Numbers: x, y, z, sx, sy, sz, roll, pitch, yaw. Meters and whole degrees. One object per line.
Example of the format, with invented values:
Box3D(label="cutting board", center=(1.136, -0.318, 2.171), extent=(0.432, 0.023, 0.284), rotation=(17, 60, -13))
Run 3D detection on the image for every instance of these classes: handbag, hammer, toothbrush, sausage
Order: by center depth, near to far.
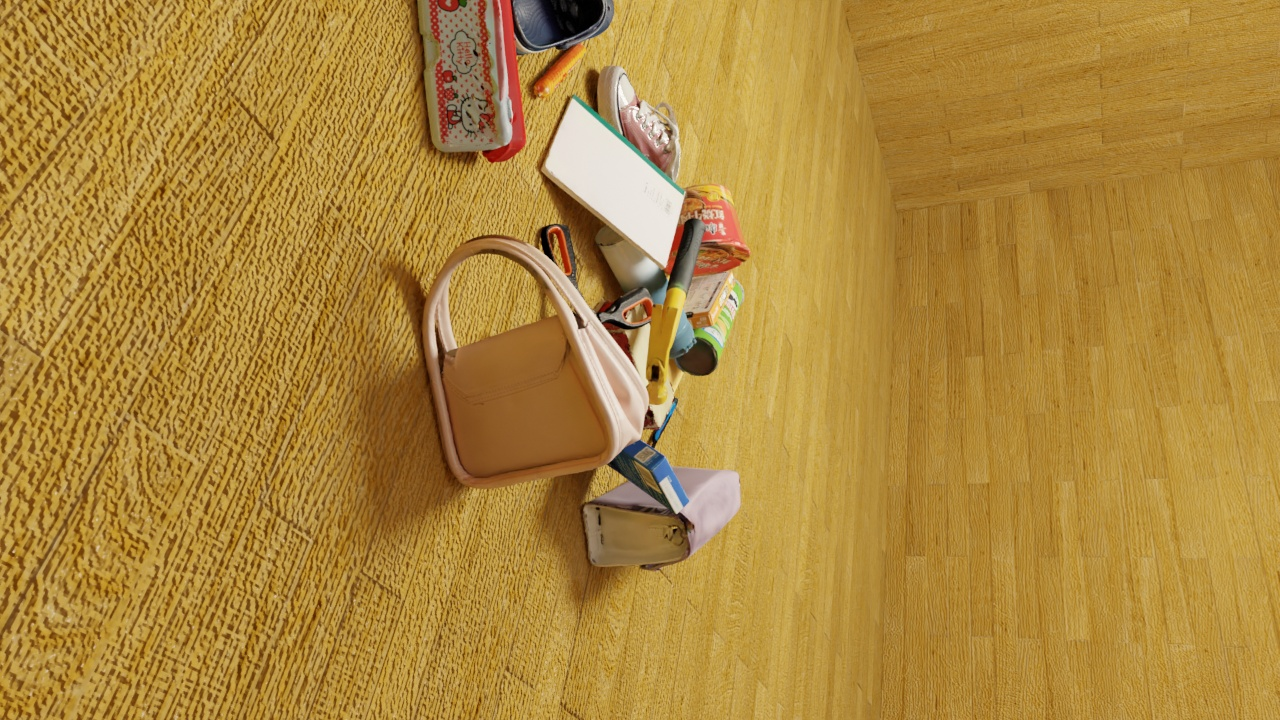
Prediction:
Box3D(label="handbag", center=(-0.116, -0.003, 0.863), extent=(0.234, 0.194, 0.093), rotation=(68, 26, -12))
Box3D(label="sausage", center=(-0.099, -0.365, 1.151), extent=(0.164, 0.021, 0.021), rotation=(-65, 142, -48))
Box3D(label="handbag", center=(0.034, 0.201, 1.185), extent=(0.196, 0.145, 0.098), rotation=(-20, 100, -64))
Box3D(label="hammer", center=(0.047, -0.088, 1.203), extent=(0.129, 0.033, 0.299), rotation=(94, 9, -45))
Box3D(label="toothbrush", center=(0.027, 0.103, 1.351), extent=(0.014, 0.016, 0.189), rotation=(65, 27, -19))

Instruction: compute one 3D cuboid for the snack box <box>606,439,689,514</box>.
Box3D(label="snack box", center=(-0.011, 0.118, 1.105), extent=(0.026, 0.157, 0.084), rotation=(-41, 130, -17))

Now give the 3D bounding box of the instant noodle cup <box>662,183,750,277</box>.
Box3D(label="instant noodle cup", center=(0.095, -0.202, 1.425), extent=(0.137, 0.138, 0.108), rotation=(21, 58, -63))

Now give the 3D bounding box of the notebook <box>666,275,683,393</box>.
Box3D(label="notebook", center=(0.033, -0.017, 1.388), extent=(0.205, 0.010, 0.146), rotation=(-61, 139, -51))

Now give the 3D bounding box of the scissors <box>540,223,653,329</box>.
Box3D(label="scissors", center=(-0.060, -0.060, 1.096), extent=(0.220, 0.022, 0.233), rotation=(-5, 71, -47))

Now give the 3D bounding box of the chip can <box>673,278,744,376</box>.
Box3D(label="chip can", center=(0.112, -0.059, 1.474), extent=(0.235, 0.072, 0.072), rotation=(-61, 139, -57))

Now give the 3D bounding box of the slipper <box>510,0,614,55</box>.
Box3D(label="slipper", center=(-0.092, -0.430, 1.098), extent=(0.252, 0.095, 0.105), rotation=(-47, 130, -54))

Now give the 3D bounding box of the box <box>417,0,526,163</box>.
Box3D(label="box", center=(-0.179, -0.307, 0.928), extent=(0.100, 0.095, 0.201), rotation=(-6, 90, -28))

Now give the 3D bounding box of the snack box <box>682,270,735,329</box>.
Box3D(label="snack box", center=(0.095, -0.094, 1.434), extent=(0.153, 0.075, 0.026), rotation=(-59, 136, -55))

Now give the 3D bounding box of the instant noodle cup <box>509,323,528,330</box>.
Box3D(label="instant noodle cup", center=(-0.111, 0.023, 0.972), extent=(0.110, 0.099, 0.099), rotation=(62, 32, -26))

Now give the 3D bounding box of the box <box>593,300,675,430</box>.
Box3D(label="box", center=(-0.007, 0.007, 1.213), extent=(0.091, 0.078, 0.168), rotation=(-60, 137, -52))

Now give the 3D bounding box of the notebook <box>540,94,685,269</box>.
Box3D(label="notebook", center=(-0.028, -0.232, 1.189), extent=(0.209, 0.012, 0.150), rotation=(37, 48, -26))

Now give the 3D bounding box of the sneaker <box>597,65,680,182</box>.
Box3D(label="sneaker", center=(0.013, -0.314, 1.308), extent=(0.118, 0.088, 0.241), rotation=(-71, 147, -41))

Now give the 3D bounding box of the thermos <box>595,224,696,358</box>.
Box3D(label="thermos", center=(0.011, -0.095, 1.272), extent=(0.220, 0.070, 0.070), rotation=(61, 33, -35))
